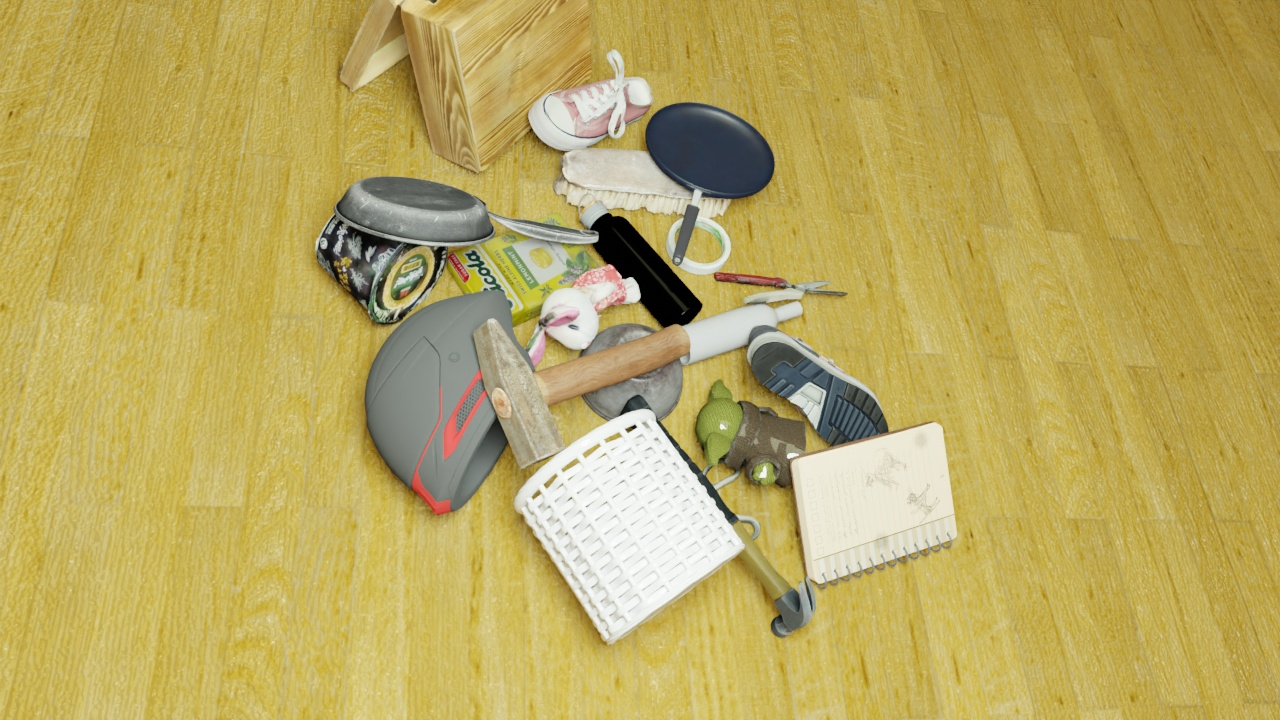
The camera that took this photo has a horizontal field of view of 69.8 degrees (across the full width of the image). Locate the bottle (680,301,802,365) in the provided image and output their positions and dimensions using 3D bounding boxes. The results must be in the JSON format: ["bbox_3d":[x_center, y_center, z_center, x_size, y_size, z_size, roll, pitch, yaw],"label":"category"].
[{"bbox_3d":[0.138,-0.046,1.261,0.194,0.053,0.052,-18,68,-23],"label":"bottle"}]

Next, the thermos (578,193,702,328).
[{"bbox_3d":[-0.011,-0.141,1.267,0.061,0.061,0.231,-33,75,-28],"label":"thermos"}]

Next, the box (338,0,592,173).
[{"bbox_3d":[-0.252,-0.482,1.283,0.264,0.270,0.278,30,58,19],"label":"box"}]

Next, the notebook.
[{"bbox_3d":[0.299,0.180,1.153,0.225,0.024,0.167,-11,96,-22],"label":"notebook"}]

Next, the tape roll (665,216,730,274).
[{"bbox_3d":[0.084,-0.168,1.333,0.093,0.018,0.093,7,61,-12],"label":"tape roll"}]

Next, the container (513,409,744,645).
[{"bbox_3d":[-0.012,0.183,1.018,0.189,0.190,0.186,-29,74,-26],"label":"container"}]

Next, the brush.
[{"bbox_3d":[0.012,-0.260,1.341,0.271,0.057,0.083,1,58,-16],"label":"brush"}]

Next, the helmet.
[{"bbox_3d":[-0.224,0.030,1.058,0.170,0.164,0.264,27,66,7],"label":"helmet"}]

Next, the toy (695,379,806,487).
[{"bbox_3d":[0.141,0.101,1.162,0.152,0.078,0.179,22,32,-6],"label":"toy"}]

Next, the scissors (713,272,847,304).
[{"bbox_3d":[0.195,-0.102,1.307,0.195,0.015,0.178,16,25,14],"label":"scissors"}]

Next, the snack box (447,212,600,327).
[{"bbox_3d":[-0.150,-0.121,1.229,0.180,0.045,0.121,-27,72,-26],"label":"snack box"}]

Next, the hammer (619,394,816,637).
[{"bbox_3d":[0.088,0.176,1.086,0.025,0.118,0.333,-31,75,-29],"label":"hammer"}]

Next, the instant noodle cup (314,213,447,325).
[{"bbox_3d":[-0.327,-0.130,1.146,0.112,0.137,0.137,33,59,14],"label":"instant noodle cup"}]

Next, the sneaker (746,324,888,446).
[{"bbox_3d":[0.228,0.023,1.225,0.239,0.089,0.124,37,16,-26],"label":"sneaker"}]

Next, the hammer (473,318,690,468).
[{"bbox_3d":[-0.048,0.003,1.062,0.299,0.037,0.158,-19,82,-44],"label":"hammer"}]

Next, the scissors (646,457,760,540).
[{"bbox_3d":[0.079,0.182,1.144,0.168,0.013,0.157,32,57,3],"label":"scissors"}]

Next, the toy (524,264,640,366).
[{"bbox_3d":[-0.078,-0.060,1.168,0.084,0.160,0.193,49,47,5],"label":"toy"}]

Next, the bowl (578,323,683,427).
[{"bbox_3d":[-0.007,0.007,1.185,0.145,0.067,0.144,6,61,-12],"label":"bowl"}]

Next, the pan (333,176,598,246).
[{"bbox_3d":[-0.198,-0.177,1.140,0.356,0.055,0.187,-4,28,-36],"label":"pan"}]

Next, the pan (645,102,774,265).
[{"bbox_3d":[0.084,-0.251,1.301,0.199,0.021,0.355,20,50,-3],"label":"pan"}]

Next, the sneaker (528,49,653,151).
[{"bbox_3d":[-0.056,-0.375,1.337,0.240,0.088,0.118,-32,94,-41],"label":"sneaker"}]
